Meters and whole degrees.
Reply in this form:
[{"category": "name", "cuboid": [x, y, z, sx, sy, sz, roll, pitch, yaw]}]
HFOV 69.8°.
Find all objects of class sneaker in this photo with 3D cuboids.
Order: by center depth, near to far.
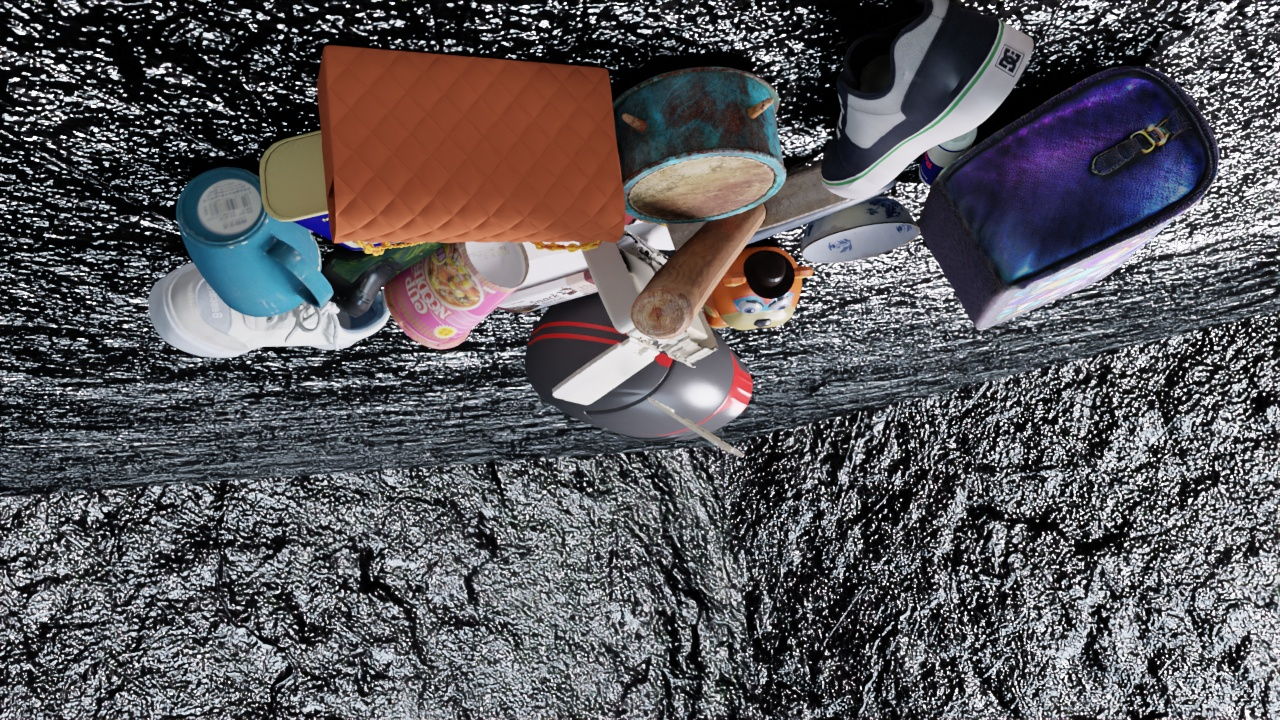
[{"category": "sneaker", "cuboid": [0.160, -0.174, 0.613, 0.079, 0.084, 0.235, 29, 172, -6]}, {"category": "sneaker", "cuboid": [-0.321, -0.053, 0.835, 0.091, 0.089, 0.241, -18, 173, 22]}]

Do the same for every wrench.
[{"category": "wrench", "cuboid": [0.100, -0.120, 0.853, 0.274, 0.022, 0.073, -20, -161, 13]}]

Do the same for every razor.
[{"category": "razor", "cuboid": [-0.214, -0.085, 0.787, 0.152, 0.067, 0.054, -22, 153, 24]}]

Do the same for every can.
[{"category": "can", "cuboid": [-0.186, -0.120, 0.641, 0.116, 0.056, 0.092, -10, 170, 11]}, {"category": "can", "cuboid": [0.253, -0.173, 0.759, 0.032, 0.032, 0.095, -10, 169, 8]}]

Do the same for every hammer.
[{"category": "hammer", "cuboid": [0.061, -0.085, 0.688, 0.158, 0.037, 0.299, -13, -162, 25]}]

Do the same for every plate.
[{"category": "plate", "cuboid": [-0.073, -0.098, 0.932, 0.230, 0.021, 0.230, -8, 169, -2]}]

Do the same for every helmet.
[{"category": "helmet", "cuboid": [-0.017, -0.002, 1.047, 0.265, 0.164, 0.170, 9, 165, 26]}]

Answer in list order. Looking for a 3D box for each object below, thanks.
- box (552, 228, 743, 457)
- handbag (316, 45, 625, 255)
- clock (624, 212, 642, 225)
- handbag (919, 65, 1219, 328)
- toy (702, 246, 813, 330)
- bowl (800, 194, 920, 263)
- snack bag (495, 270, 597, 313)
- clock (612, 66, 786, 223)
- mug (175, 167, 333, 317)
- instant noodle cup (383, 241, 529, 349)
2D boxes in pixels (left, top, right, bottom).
[{"category": "box", "cuboid": [-0.004, 0.005, 0.751, 0.107, 0.192, 0.143, -32, 154, 20]}, {"category": "handbag", "cuboid": [-0.102, -0.120, 0.559, 0.171, 0.108, 0.060, -3, 168, -24]}, {"category": "clock", "cuboid": [-0.042, -0.129, 0.734, 0.087, 0.044, 0.124, -15, 168, 30]}, {"category": "handbag", "cuboid": [0.364, -0.134, 0.773, 0.222, 0.125, 0.205, -27, 167, 7]}, {"category": "toy", "cuboid": [0.126, -0.081, 1.022, 0.112, 0.096, 0.176, -6, 158, -5]}, {"category": "bowl", "cuboid": [0.210, -0.134, 0.895, 0.114, 0.045, 0.114, -8, 169, -2]}, {"category": "snack bag", "cuboid": [-0.084, -0.072, 0.960, 0.158, 0.013, 0.057, -13, 167, 25]}, {"category": "clock", "cuboid": [0.037, -0.143, 0.641, 0.121, 0.073, 0.158, -7, 166, -2]}, {"category": "mug", "cuboid": [-0.273, -0.080, 0.665, 0.112, 0.084, 0.104, 34, 162, 7]}, {"category": "instant noodle cup", "cuboid": [-0.160, -0.074, 0.824, 0.109, 0.097, 0.097, -27, 160, 39]}]
